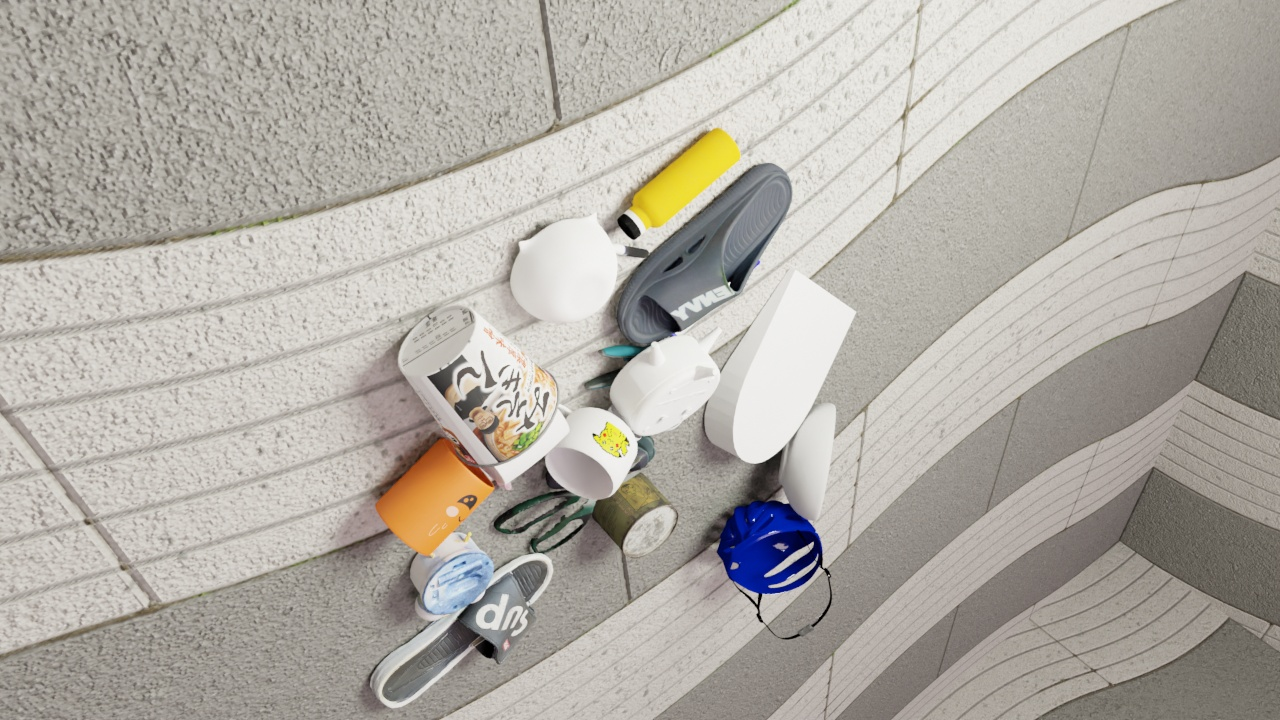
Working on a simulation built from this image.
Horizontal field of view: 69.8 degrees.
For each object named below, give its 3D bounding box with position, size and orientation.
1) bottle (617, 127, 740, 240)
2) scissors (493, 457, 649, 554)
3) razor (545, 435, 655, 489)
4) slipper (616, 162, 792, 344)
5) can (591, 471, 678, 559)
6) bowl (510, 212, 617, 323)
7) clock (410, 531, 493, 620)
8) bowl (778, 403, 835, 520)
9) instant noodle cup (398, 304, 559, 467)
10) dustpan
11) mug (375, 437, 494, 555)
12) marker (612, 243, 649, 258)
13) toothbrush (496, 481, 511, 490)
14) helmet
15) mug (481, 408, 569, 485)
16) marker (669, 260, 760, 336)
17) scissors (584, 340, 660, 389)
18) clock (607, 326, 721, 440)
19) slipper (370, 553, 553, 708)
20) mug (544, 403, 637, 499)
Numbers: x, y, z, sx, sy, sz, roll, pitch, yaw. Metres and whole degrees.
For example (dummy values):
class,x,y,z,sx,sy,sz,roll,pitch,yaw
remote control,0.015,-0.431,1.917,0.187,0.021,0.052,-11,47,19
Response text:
class,x,y,z,sx,sy,sz,roll,pitch,yaw
bottle,0.038,-0.181,0.952,0.143,0.043,0.043,-41,141,-9
scissors,-0.085,0.166,1.109,0.210,0.015,0.137,-41,138,17
razor,-0.049,0.126,1.124,0.142,0.052,0.047,-19,139,-26
slipper,0.091,-0.106,1.036,0.268,0.083,0.111,-45,143,-7
can,-0.008,0.202,1.204,0.089,0.074,0.090,-25,137,-26
bowl,-0.068,-0.080,0.916,0.114,0.050,0.115,-24,142,-21
clock,-0.220,0.256,1.064,0.088,0.052,0.126,-18,133,-34
bowl,0.244,0.147,1.371,0.176,0.066,0.176,11,89,-81
instant noodle cup,-0.161,0.018,0.879,0.123,0.123,0.122,-42,132,-8
dustpan,0.184,0.014,1.276,0.191,0.053,0.258,22,93,-50
mug,-0.212,0.143,0.970,0.096,0.077,0.112,-46,173,-4
marker,-0.045,-0.119,0.951,0.152,0.011,0.011,4,119,-45
toothbrush,-0.170,0.105,1.014,0.021,0.016,0.135,-48,144,-23
helmet,0.217,0.319,1.394,0.148,0.227,0.241,-38,144,14
mug,-0.136,0.082,0.978,0.087,0.081,0.114,-44,171,-20
marker,0.088,-0.077,1.107,0.141,0.020,0.020,-43,141,-8
scissors,-0.007,0.001,1.079,0.126,0.019,0.154,-42,149,0
clock,0.032,0.038,1.075,0.125,0.073,0.161,-14,149,-40
slipper,-0.208,0.346,1.145,0.263,0.063,0.111,-33,140,-14
mug,-0.063,0.098,1.049,0.095,0.115,0.067,-34,-162,47
